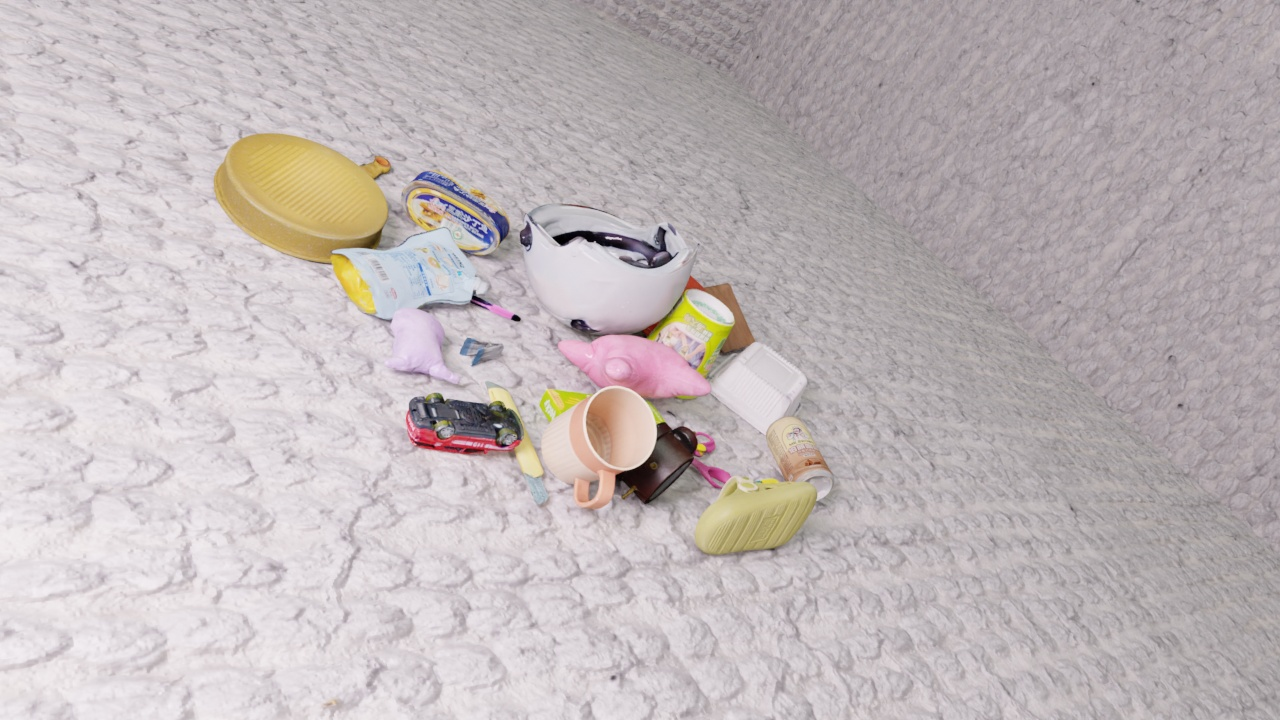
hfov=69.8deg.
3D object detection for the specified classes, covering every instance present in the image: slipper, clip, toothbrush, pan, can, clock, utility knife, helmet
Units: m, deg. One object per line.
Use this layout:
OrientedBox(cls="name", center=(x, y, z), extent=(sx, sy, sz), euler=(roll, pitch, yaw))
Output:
OrientedBox(cls="slipper", center=(0.123, 0.163, 1.038), extent=(0.190, 0.092, 0.081), euler=(-1, 40, -45))
OrientedBox(cls="clip", center=(-0.181, -0.012, 1.063), extent=(0.045, 0.027, 0.058), euler=(38, 25, 27))
OrientedBox(cls="toothbrush", center=(-0.235, -0.089, 1.147), extent=(0.189, 0.014, 0.017), euler=(24, 18, -20))
OrientedBox(cls="pan", center=(-0.390, -0.223, 1.166), extent=(0.197, 0.078, 0.356), euler=(33, 32, -7))
OrientedBox(cls="can", center=(0.212, 0.131, 1.226), extent=(0.058, 0.059, 0.116), euler=(19, 29, -27))
OrientedBox(cls="clock", center=(0.021, 0.111, 1.016), extent=(0.055, 0.082, 0.121), euler=(46, 29, 14))
OrientedBox(cls="can", center=(-0.252, -0.201, 1.253), extent=(0.148, 0.075, 0.049), euler=(30, 30, -6))
OrientedBox(cls="utility knife", center=(-0.128, 0.082, 0.965), extent=(0.031, 0.020, 0.188), euler=(9, 28, -34))
OrientedBox(cls="helmet", center=(-0.054, -0.116, 1.240), extent=(0.228, 0.146, 0.259), euler=(-4, 23, -35))

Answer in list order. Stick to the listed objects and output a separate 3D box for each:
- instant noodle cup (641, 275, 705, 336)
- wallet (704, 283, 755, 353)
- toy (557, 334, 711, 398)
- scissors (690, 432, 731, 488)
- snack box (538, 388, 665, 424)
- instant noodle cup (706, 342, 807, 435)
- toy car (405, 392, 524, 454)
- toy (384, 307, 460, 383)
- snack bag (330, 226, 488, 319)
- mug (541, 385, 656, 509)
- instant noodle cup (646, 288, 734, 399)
OrientedBox(cls="instant noodle cup", center=(0.020, -0.107, 1.398), extent=(0.189, 0.079, 0.164), euler=(45, 27, 22))
OrientedBox(cls="wallet", center=(0.134, -0.069, 1.482), extent=(0.101, 0.020, 0.115), euler=(-13, 76, -50))
OrientedBox(cls="toy", center=(-0.007, 0.007, 1.147), extent=(0.194, 0.074, 0.179), euler=(10, 8, -37))
OrientedBox(cls="scissors", center=(0.061, 0.120, 1.123), extent=(0.133, 0.017, 0.131), euler=(-9, 47, -49))
OrientedBox(cls="snack box", center=(-0.034, 0.075, 1.067), extent=(0.156, 0.026, 0.085), euler=(9, 30, -38))
OrientedBox(cls="instant noodle cup", center=(0.183, 0.033, 1.365), extent=(0.138, 0.060, 0.173), euler=(38, 25, 9))
OrientedBox(cls="toy car", center=(-0.174, 0.066, 0.909), extent=(0.120, 0.045, 0.053), euler=(9, 37, -32))
OrientedBox(cls="toy", center=(-0.237, -0.020, 0.993), extent=(0.083, 0.039, 0.108), euler=(19, 30, -29))
OrientedBox(cls="snack bag", center=(-0.267, -0.104, 1.087), extent=(0.110, 0.039, 0.190), euler=(45, 32, 15))
OrientedBox(cls="mug", center=(-0.046, 0.094, 0.931), extent=(0.081, 0.106, 0.114), euler=(14, 67, -27))
OrientedBox(cls="instant noodle cup", center=(0.066, -0.028, 1.260), extent=(0.111, 0.124, 0.111), euler=(27, 26, -15))
